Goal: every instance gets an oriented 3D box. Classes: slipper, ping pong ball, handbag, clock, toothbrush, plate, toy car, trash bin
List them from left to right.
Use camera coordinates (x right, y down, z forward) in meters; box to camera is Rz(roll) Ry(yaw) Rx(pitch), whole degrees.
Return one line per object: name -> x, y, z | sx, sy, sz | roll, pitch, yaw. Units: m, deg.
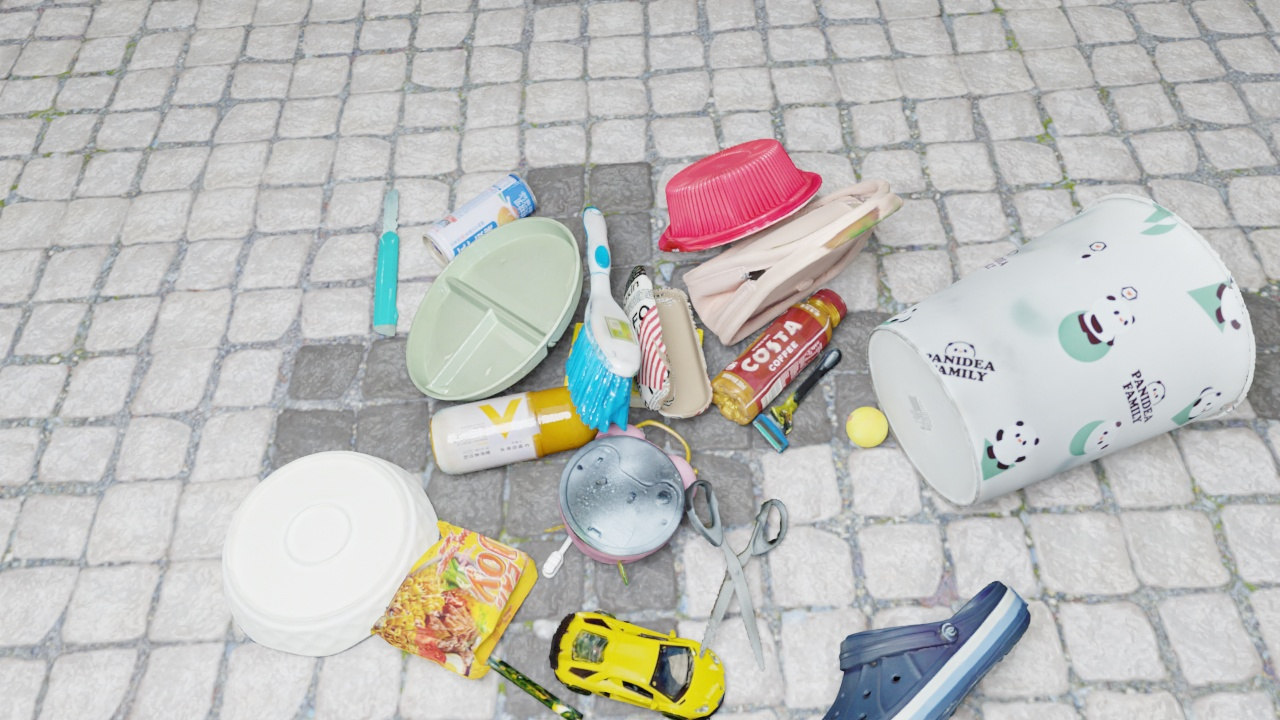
plate -> -0.300, 0.173, 0.873 | 0.205, 0.046, 0.204 | -2, 56, 2
plate -> -0.153, -0.054, 0.968 | 0.231, 0.027, 0.229 | -20, 49, 24
toothbrush -> -0.128, 0.267, 0.816 | 0.186, 0.017, 0.012 | 27, 27, 19
toothbrush -> -0.043, 0.135, 0.897 | 0.016, 0.016, 0.179 | 30, 62, 11
clock -> -0.010, 0.121, 0.869 | 0.117, 0.060, 0.158 | 32, 62, 9
toy car -> -0.001, 0.264, 0.796 | 0.156, 0.041, 0.071 | 14, 59, 11
handbag -> 0.166, -0.112, 0.915 | 0.193, 0.235, 0.093 | -32, 90, -23
ping pong ball -> 0.225, 0.066, 0.911 | 0.040, 0.040, 0.040 | -2, 57, 2
slipper -> 0.213, 0.254, 0.748 | 0.252, 0.105, 0.095 | -33, 68, -19
trash bin -> 0.366, 0.003, 0.845 | 0.252, 0.230, 0.229 | -25, 58, -5

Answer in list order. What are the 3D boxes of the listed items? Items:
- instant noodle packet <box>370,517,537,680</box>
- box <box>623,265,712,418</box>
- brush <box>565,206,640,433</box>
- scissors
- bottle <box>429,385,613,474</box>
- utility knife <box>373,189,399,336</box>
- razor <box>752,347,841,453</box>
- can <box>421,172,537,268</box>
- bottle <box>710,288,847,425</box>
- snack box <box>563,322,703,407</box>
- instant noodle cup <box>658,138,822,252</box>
instant noodle packet -> -0.162, 0.210, 0.826 | 0.111, 0.044, 0.128 | 22, 46, 7
box -> 0.029, -0.019, 0.927 | 0.087, 0.076, 0.162 | 4, 51, -24
brush -> -0.043, -0.054, 0.941 | 0.060, 0.110, 0.314 | 11, 27, -17
scissors -> 0.088, 0.187, 0.834 | 0.159, 0.014, 0.181 | -22, 81, -34
bottle -> -0.112, 0.065, 0.917 | 0.189, 0.068, 0.068 | -11, 57, -5
utility knife -> -0.296, -0.119, 1.082 | 0.029, 0.013, 0.221 | -7, 59, 1
razor -> 0.165, 0.034, 0.947 | 0.042, 0.022, 0.142 | 48, 62, -7
can -> -0.189, -0.163, 1.081 | 0.134, 0.053, 0.053 | -40, 63, -20
bottle -> 0.147, -0.009, 0.955 | 0.057, 0.057, 0.174 | 38, 66, 24
snack box -> -0.006, 0.006, 0.971 | 0.140, 0.034, 0.086 | 4, 57, 4
instant noodle cup -> 0.098, -0.189, 1.010 | 0.194, 0.066, 0.193 | -22, 22, 9
